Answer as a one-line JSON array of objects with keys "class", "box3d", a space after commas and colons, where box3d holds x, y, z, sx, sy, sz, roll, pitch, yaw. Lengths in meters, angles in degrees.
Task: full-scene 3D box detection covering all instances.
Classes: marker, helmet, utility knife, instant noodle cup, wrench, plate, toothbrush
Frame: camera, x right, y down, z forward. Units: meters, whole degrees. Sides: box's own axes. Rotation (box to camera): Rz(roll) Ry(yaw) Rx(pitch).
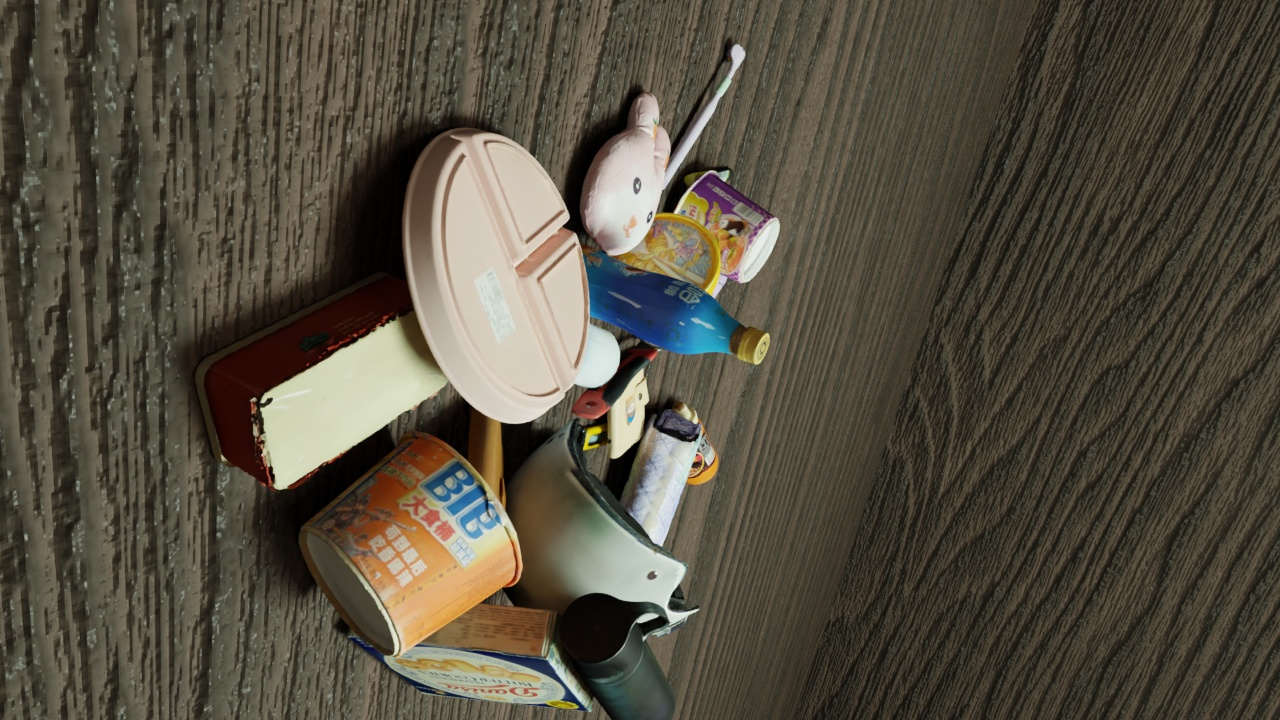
[{"class": "marker", "box3d": [0.083, -0.217, 1.087, 0.123, 0.015, 0.018, -28, 136, -59]}, {"class": "helmet", "box3d": [-0.063, 0.198, 0.930, 0.156, 0.230, 0.274, -34, 161, -9]}, {"class": "utility knife", "box3d": [-0.039, 0.090, 1.094, 0.180, 0.015, 0.033, -7, 113, -63]}, {"class": "instant noodle cup", "box3d": [0.028, -0.077, 0.979, 0.118, 0.118, 0.114, -58, 161, -19]}, {"class": "wrench", "box3d": [-0.006, 0.006, 1.013, 0.272, 0.056, 0.016, -40, 142, -58]}, {"class": "plate", "box3d": [-0.098, -0.067, 0.705, 0.229, 0.028, 0.229, 31, 55, -59]}, {"class": "instant noodle cup", "box3d": [-0.182, 0.146, 0.710, 0.111, 0.151, 0.152, -36, 142, -35]}, {"class": "toothbrush", "box3d": [0.064, -0.265, 1.002, 0.189, 0.021, 0.029, -60, 156, -12]}, {"class": "instant noodle cup", "box3d": [0.098, -0.147, 1.055, 0.111, 0.099, 0.112, -50, 162, -23]}]

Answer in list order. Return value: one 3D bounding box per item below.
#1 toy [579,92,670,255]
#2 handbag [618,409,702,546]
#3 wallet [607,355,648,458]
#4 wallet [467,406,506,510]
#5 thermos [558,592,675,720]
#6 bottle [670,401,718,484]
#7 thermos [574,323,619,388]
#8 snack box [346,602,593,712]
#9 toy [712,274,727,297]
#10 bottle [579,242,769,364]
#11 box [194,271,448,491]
[{"class": "toy", "box3d": [-0.010, -0.180, 0.889, 0.159, 0.054, 0.121, -68, 157, -18]}, {"class": "handbag", "box3d": [0.016, 0.165, 1.180, 0.134, 0.075, 0.194, -48, 157, -77]}, {"class": "wallet", "box3d": [-0.014, 0.047, 1.082, 0.087, 0.024, 0.115, -37, 130, -60]}, {"class": "wallet", "box3d": [-0.137, 0.109, 0.816, 0.131, 0.031, 0.108, -97, -174, -51]}, {"class": "thermos", "box3d": [-0.006, 0.279, 0.831, 0.090, 0.068, 0.243, -18, 145, -3]}, {"class": "bottle", "box3d": [0.067, 0.110, 1.277, 0.066, 0.067, 0.150, -53, 144, -29]}, {"class": "thermos", "box3d": [-0.089, -0.021, 0.839, 0.070, 0.070, 0.220, -67, 156, -1]}, {"class": "snack box", "box3d": [-0.144, 0.269, 0.837, 0.183, 0.178, 0.045, 73, 22, -54]}, {"class": "toy", "box3d": [0.063, -0.081, 1.097, 0.107, 0.039, 0.084, -20, 147, -57]}, {"class": "bottle", "box3d": [0.014, -0.047, 0.842, 0.065, 0.219, 0.065, -45, 148, -39]}, {"class": "box", "box3d": [-0.202, 0.014, 0.628, 0.167, 0.076, 0.091, -39, 142, -46]}]
